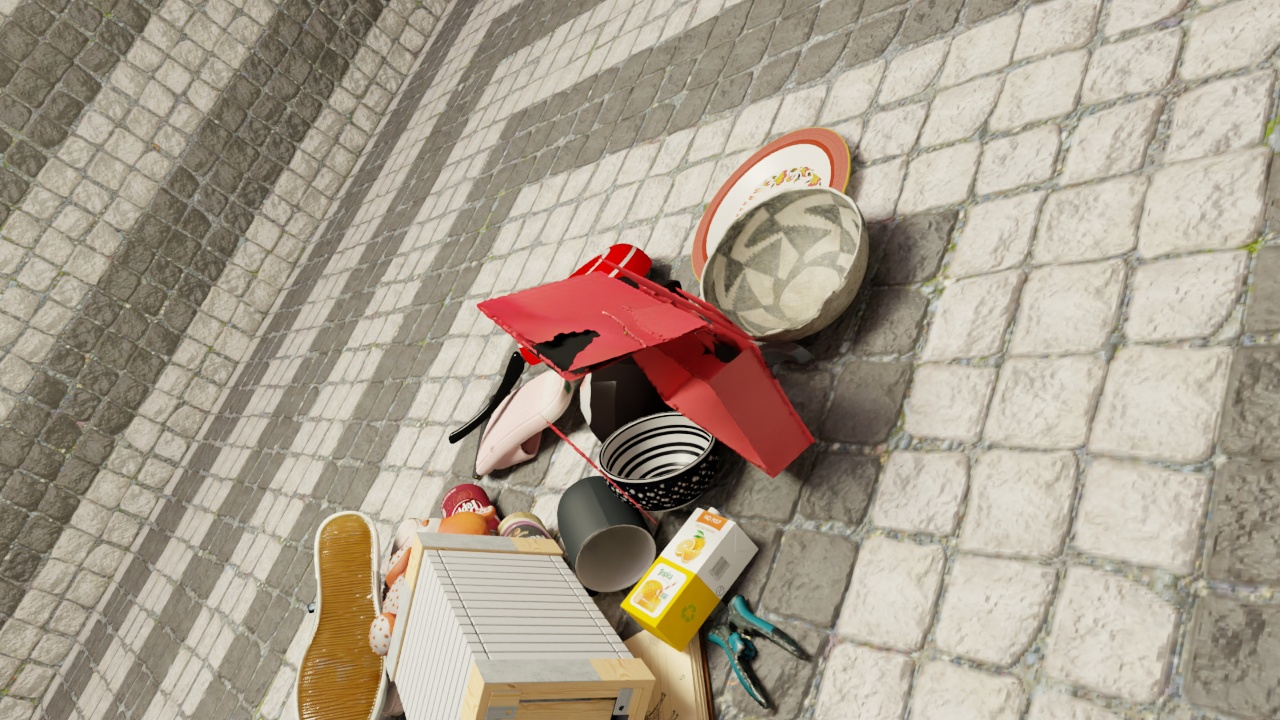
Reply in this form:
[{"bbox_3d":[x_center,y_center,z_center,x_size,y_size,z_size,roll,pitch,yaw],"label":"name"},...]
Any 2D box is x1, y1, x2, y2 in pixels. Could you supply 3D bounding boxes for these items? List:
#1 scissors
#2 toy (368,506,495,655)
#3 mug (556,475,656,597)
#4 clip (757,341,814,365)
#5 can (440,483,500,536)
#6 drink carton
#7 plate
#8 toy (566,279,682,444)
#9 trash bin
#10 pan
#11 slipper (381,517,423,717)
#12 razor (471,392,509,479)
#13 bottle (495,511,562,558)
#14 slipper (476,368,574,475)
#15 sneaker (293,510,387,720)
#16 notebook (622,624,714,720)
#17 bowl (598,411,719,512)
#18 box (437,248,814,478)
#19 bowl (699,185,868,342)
[{"bbox_3d":[0.086,0.237,0.780,0.123,0.019,0.148,-33,36,32],"label":"scissors"},{"bbox_3d":[-0.236,0.238,1.039,0.173,0.093,0.163,-46,17,13],"label":"toy"},{"bbox_3d":[-0.043,0.190,0.947,0.094,0.085,0.122,-123,43,-57],"label":"mug"},{"bbox_3d":[0.116,0.011,0.943,0.158,0.030,0.174,-56,33,-5],"label":"clip"},{"bbox_3d":[-0.211,0.207,1.158,0.063,0.063,0.114,-52,32,4],"label":"can"},{"bbox_3d":[0.046,0.193,0.827,0.122,0.040,0.059,-49,27,-18],"label":"drink carton"},{"bbox_3d":[0.152,-0.172,1.071,0.230,0.021,0.229,-34,38,30],"label":"plate"},{"bbox_3d":[-0.006,0.006,1.012,0.140,0.159,0.184,-17,65,53],"label":"toy"},{"bbox_3d":[-0.118,0.274,0.810,0.247,0.142,0.142,34,112,60],"label":"trash bin"},{"bbox_3d":[-0.131,-0.027,1.198,0.356,0.067,0.209,-40,12,2],"label":"pan"},{"bbox_3d":[-0.286,0.321,1.154,0.094,0.064,0.239,-20,59,48],"label":"slipper"},{"bbox_3d":[-0.220,0.103,1.306,0.043,0.022,0.144,-26,42,39],"label":"razor"},{"bbox_3d":[-0.110,0.231,1.007,0.059,0.059,0.166,-52,34,4],"label":"bottle"},{"bbox_3d":[-0.151,0.081,1.205,0.222,0.055,0.106,-38,33,41],"label":"slipper"},{"bbox_3d":[-0.364,0.343,1.128,0.127,0.120,0.294,100,165,-57],"label":"sneaker"},{"bbox_3d":[-0.027,0.340,0.829,0.226,0.024,0.167,-37,35,26],"label":"notebook"},{"bbox_3d":[0.024,0.111,0.922,0.120,0.066,0.120,-13,27,7],"label":"bowl"},{"bbox_3d":[-0.001,-0.026,0.812,0.121,0.318,0.211,-61,33,3],"label":"box"},{"bbox_3d":[0.154,-0.083,0.923,0.179,0.081,0.178,-21,49,26],"label":"bowl"}]
